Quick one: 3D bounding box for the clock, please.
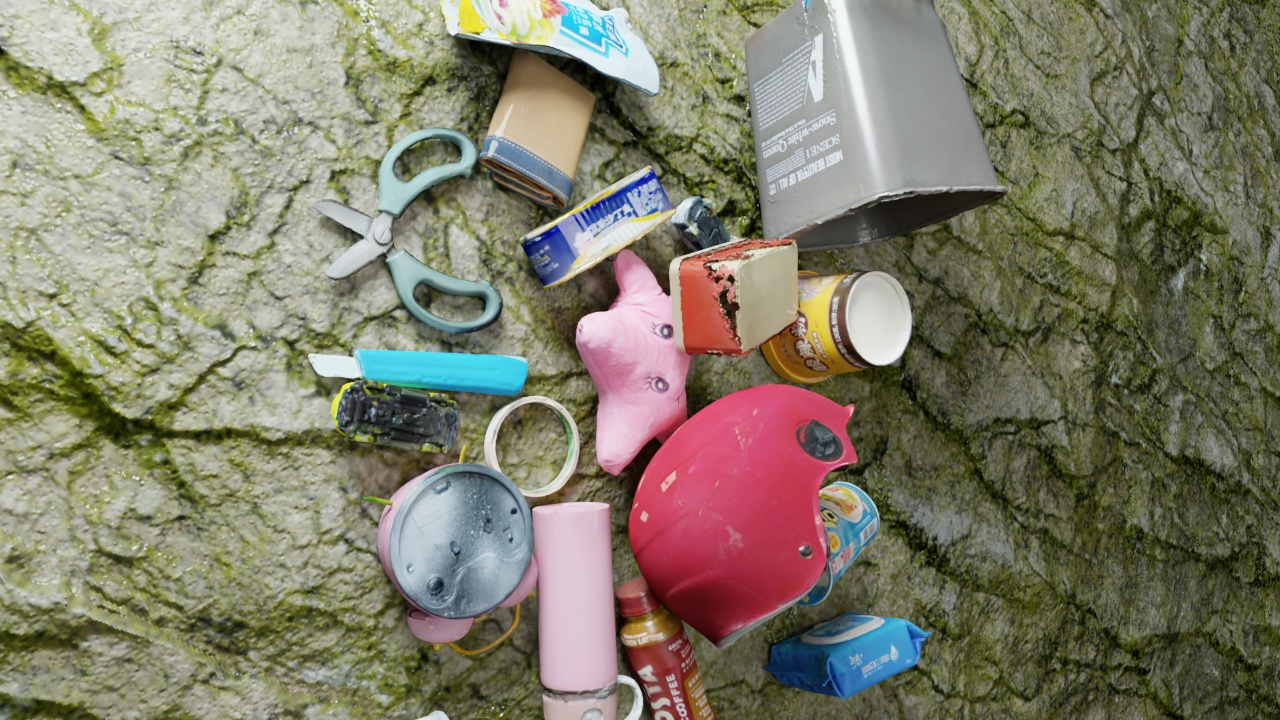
[{"bbox_3d":[-0.141,0.156,0.719,0.117,0.060,0.158,-27,100,-33],"label":"clock"}]

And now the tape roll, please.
[{"bbox_3d":[-0.092,0.073,0.783,0.085,0.014,0.085,3,85,-33],"label":"tape roll"}]

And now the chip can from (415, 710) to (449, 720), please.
[{"bbox_3d":[-0.235,0.313,0.640,0.214,0.071,0.071,-7,91,-33],"label":"chip can"}]

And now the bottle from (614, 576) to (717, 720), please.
[{"bbox_3d":[0.023,0.279,0.820,0.057,0.058,0.175,-25,101,-32],"label":"bottle"}]

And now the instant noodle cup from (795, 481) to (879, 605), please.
[{"bbox_3d":[0.181,0.174,0.915,0.109,0.099,0.099,-24,100,-39],"label":"instant noodle cup"}]

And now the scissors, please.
[{"bbox_3d":[-0.167,-0.095,0.742,0.169,0.019,0.179,-49,114,-27],"label":"scissors"}]

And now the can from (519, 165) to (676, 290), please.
[{"bbox_3d":[-0.036,-0.117,0.797,0.147,0.075,0.049,-36,104,-30],"label":"can"}]

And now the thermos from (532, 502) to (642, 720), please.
[{"bbox_3d":[-0.044,0.220,0.772,0.087,0.067,0.198,-3,87,-21],"label":"thermos"}]

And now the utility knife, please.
[{"bbox_3d":[-0.172,0.007,0.732,0.178,0.018,0.034,5,70,-32],"label":"utility knife"}]

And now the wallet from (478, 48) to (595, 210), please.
[{"bbox_3d":[-0.087,-0.198,0.789,0.090,0.033,0.115,25,68,-32],"label":"wallet"}]

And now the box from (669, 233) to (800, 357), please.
[{"bbox_3d":[0.097,-0.061,0.822,0.168,0.077,0.091,-27,116,-59],"label":"box"}]

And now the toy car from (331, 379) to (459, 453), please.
[{"bbox_3d":[-0.189,0.045,0.711,0.105,0.032,0.048,15,78,-44],"label":"toy car"}]

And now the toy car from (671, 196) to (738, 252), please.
[{"bbox_3d":[0.063,-0.118,0.886,0.090,0.034,0.042,46,58,-38],"label":"toy car"}]

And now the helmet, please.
[{"bbox_3d":[0.077,0.108,0.782,0.144,0.208,0.239,30,55,-2],"label":"helmet"}]

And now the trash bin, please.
[{"bbox_3d":[0.215,-0.236,0.909,0.198,0.199,0.219,-9,86,-34],"label":"trash bin"}]

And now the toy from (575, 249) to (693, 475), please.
[{"bbox_3d":[-0.005,0.005,0.802,0.178,0.075,0.194,23,71,-52],"label":"toy"}]

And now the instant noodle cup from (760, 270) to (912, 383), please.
[{"bbox_3d":[0.198,-0.037,0.923,0.118,0.115,0.118,2,87,-34],"label":"instant noodle cup"}]

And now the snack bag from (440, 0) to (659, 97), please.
[{"bbox_3d":[-0.074,-0.287,0.787,0.190,0.039,0.110,4,45,-32],"label":"snack bag"}]

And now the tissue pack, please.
[{"bbox_3d":[0.208,0.290,0.921,0.156,0.095,0.052,-9,86,-34],"label":"tissue pack"}]
